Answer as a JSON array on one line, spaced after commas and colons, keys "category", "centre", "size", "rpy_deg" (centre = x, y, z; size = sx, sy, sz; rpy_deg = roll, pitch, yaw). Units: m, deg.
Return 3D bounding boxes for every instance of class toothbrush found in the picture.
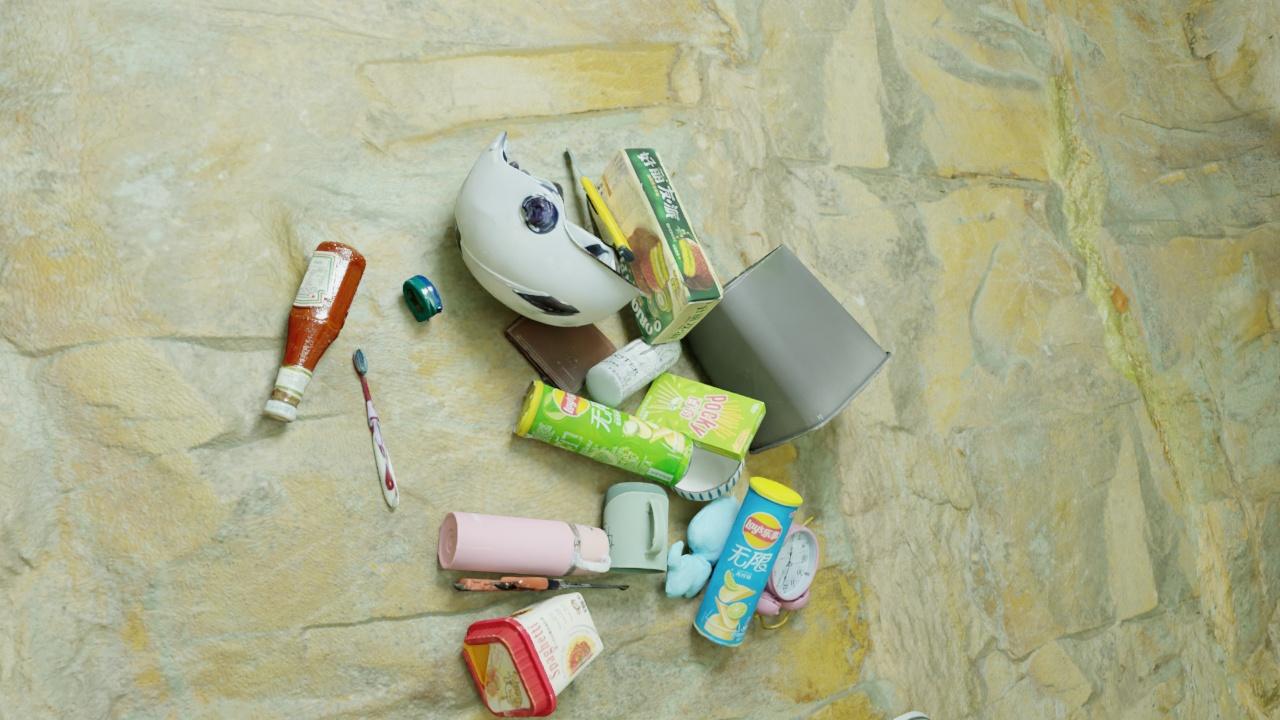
[{"category": "toothbrush", "centre": [-0.301, 0.076, 1.048], "size": [0.016, 0.017, 0.187], "rpy_deg": [-12, 84, -32]}]

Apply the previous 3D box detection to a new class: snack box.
[{"category": "snack box", "centre": [0.014, -0.152, 1.205], "size": [0.063, 0.115, 0.240], "rpy_deg": [-10, 67, -34]}, {"category": "snack box", "centre": [0.078, 0.073, 1.214], "size": [0.085, 0.156, 0.026], "rpy_deg": [-60, 153, -27]}]

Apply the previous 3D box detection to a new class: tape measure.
[{"category": "tape measure", "centre": [-0.260, -0.073, 1.086], "size": [0.025, 0.058, 0.054], "rpy_deg": [-37, 100, -33]}]

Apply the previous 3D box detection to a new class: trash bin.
[{"category": "trash bin", "centre": [0.189, -0.021, 1.278], "size": [0.198, 0.200, 0.220], "rpy_deg": [-38, 92, -34]}]

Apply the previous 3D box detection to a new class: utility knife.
[{"category": "utility knife", "centre": [-0.058, -0.210, 1.216], "size": [0.218, 0.015, 0.033], "rpy_deg": [62, 11, 29]}]

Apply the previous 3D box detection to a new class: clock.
[{"category": "clock", "centre": [0.189, 0.290, 1.256], "size": [0.117, 0.060, 0.158], "rpy_deg": [4, 95, -44]}]

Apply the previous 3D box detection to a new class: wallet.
[{"category": "wallet", "centre": [-0.103, -0.023, 1.187], "size": [0.124, 0.032, 0.101], "rpy_deg": [48, 61, -12]}]

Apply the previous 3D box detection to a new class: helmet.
[{"category": "helmet", "centre": [-0.127, -0.130, 1.099], "size": [0.146, 0.229, 0.258], "rpy_deg": [-41, 77, 6]}]

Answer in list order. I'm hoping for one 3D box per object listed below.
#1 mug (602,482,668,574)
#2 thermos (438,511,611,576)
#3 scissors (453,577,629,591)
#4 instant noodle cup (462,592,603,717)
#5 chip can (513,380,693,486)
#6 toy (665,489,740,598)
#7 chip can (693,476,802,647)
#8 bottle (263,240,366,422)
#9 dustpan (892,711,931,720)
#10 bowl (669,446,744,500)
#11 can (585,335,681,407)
[{"category": "mug", "centre": [0.000, 0.208, 1.143], "size": [0.082, 0.112, 0.106], "rpy_deg": [11, 70, -24]}, {"category": "thermos", "centre": [-0.130, 0.222, 1.078], "size": [0.198, 0.087, 0.067], "rpy_deg": [12, 97, -28]}, {"category": "scissors", "centre": [-0.109, 0.264, 1.077], "size": [0.197, 0.213, 0.015], "rpy_deg": [-2, 74, 4]}, {"category": "instant noodle cup", "centre": [-0.119, 0.331, 1.050], "size": [0.124, 0.117, 0.116], "rpy_deg": [-23, 91, -46]}, {"category": "chip can", "centre": [-0.042, 0.093, 1.144], "size": [0.221, 0.073, 0.072], "rpy_deg": [21, 67, -13]}, {"category": "toy", "centre": [0.089, 0.241, 1.216], "size": [0.161, 0.050, 0.156], "rpy_deg": [21, 89, -52]}, {"category": "chip can", "centre": [0.136, 0.259, 1.182], "size": [0.071, 0.071, 0.210], "rpy_deg": [15, 102, -28]}, {"category": "bottle", "centre": [-0.363, -0.032, 1.014], "size": [0.059, 0.060, 0.205], "rpy_deg": [24, 69, -25]}, {"category": "dustpan", "centre": [0.336, 0.605, 1.237], "size": [0.222, 0.143, 0.257], "rpy_deg": [-20, 88, -33]}, {"category": "bowl", "centre": [0.084, 0.138, 1.227], "size": [0.116, 0.116, 0.066], "rpy_deg": [-64, 153, -26]}, {"category": "can", "centre": [-0.007, 0.007, 1.204], "size": [0.146, 0.058, 0.058], "rpy_deg": [-34, 97, -46]}]
